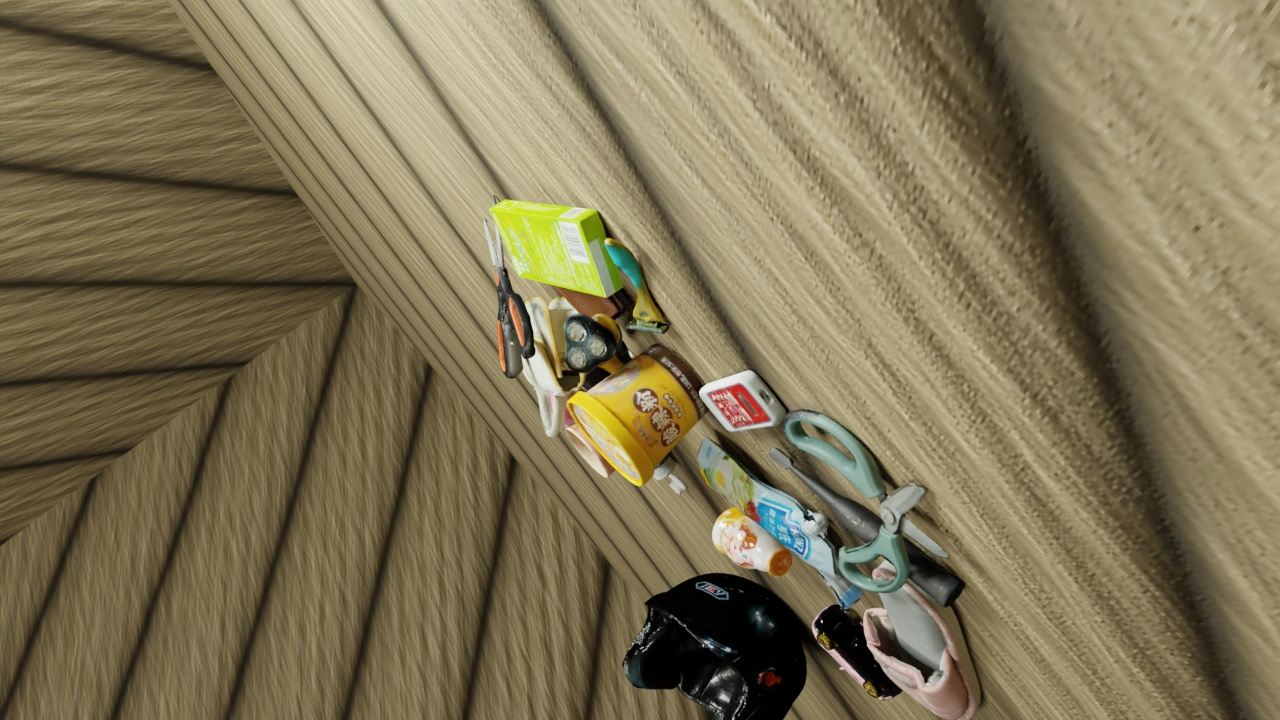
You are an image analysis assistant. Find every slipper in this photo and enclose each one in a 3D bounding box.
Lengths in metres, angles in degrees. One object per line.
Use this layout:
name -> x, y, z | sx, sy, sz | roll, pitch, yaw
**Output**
slipper -> 0.267, 0.286, 0.892 | 0.114, 0.054, 0.274 | 36, 160, 41

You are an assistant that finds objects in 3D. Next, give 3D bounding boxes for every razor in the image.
razor -> -0.041, -0.007, 0.994 | 0.062, 0.067, 0.167 | 34, 177, 14
razor -> -0.008, -0.073, 0.864 | 0.043, 0.028, 0.133 | 13, 150, 29

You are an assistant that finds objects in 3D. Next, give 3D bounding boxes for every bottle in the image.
bottle -> -0.020, 0.081, 1.248 | 0.195, 0.044, 0.080 | 53, 173, -17
bottle -> 0.135, 0.220, 1.100 | 0.108, 0.063, 0.063 | 27, 153, 56

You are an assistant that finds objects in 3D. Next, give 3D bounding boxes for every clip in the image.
clip -> 0.214, 0.244, 1.003 | 0.058, 0.025, 0.036 | 48, 159, 28

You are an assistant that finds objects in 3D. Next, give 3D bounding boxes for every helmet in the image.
helmet -> 0.118, 0.419, 1.321 | 0.234, 0.229, 0.275 | 21, 139, 45

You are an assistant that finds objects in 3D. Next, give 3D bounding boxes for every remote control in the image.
remote control -> 0.093, 0.041, 0.865 | 0.056, 0.020, 0.136 | 50, 165, -4

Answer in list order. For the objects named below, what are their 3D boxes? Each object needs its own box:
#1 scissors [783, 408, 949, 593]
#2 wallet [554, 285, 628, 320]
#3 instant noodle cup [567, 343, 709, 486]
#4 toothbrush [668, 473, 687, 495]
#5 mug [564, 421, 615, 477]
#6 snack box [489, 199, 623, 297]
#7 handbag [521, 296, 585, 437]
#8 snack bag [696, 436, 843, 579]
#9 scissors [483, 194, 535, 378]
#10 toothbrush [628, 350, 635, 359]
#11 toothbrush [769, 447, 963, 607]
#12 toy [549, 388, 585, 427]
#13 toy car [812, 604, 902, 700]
scissors -> 0.175, 0.117, 0.766 | 0.170, 0.019, 0.172 | 48, 152, 21
wallet -> -0.065, -0.092, 0.987 | 0.124, 0.032, 0.101 | 50, 162, -1
instant noodle cup -> 0.003, 0.052, 0.969 | 0.118, 0.114, 0.119 | 46, 165, 16
toothbrush -> 0.003, 0.135, 1.368 | 0.180, 0.016, 0.016 | 43, 162, 24
mug -> -0.025, 0.082, 1.140 | 0.081, 0.105, 0.115 | 51, 165, -7
snack box -> -0.086, -0.115, 0.921 | 0.156, 0.026, 0.086 | 16, 135, 47
handbag -> -0.115, 0.010, 1.144 | 0.163, 0.063, 0.179 | -177, 84, -71
snack bag -> 0.139, 0.159, 0.993 | 0.191, 0.038, 0.110 | 35, 148, 42
scissors -> -0.159, -0.079, 1.108 | 0.228, 0.021, 0.221 | -131, 37, -56
toothbrush -> -0.006, 0.006, 1.072 | 0.191, 0.018, 0.016 | 41, 161, 32
toothbrush -> 0.191, 0.140, 0.814 | 0.027, 0.026, 0.213 | 17, -163, -49
toy -> -0.096, 0.054, 1.301 | 0.194, 0.075, 0.178 | 53, -169, 3
toy car -> 0.252, 0.337, 1.059 | 0.122, 0.056, 0.037 | 44, 161, 20
